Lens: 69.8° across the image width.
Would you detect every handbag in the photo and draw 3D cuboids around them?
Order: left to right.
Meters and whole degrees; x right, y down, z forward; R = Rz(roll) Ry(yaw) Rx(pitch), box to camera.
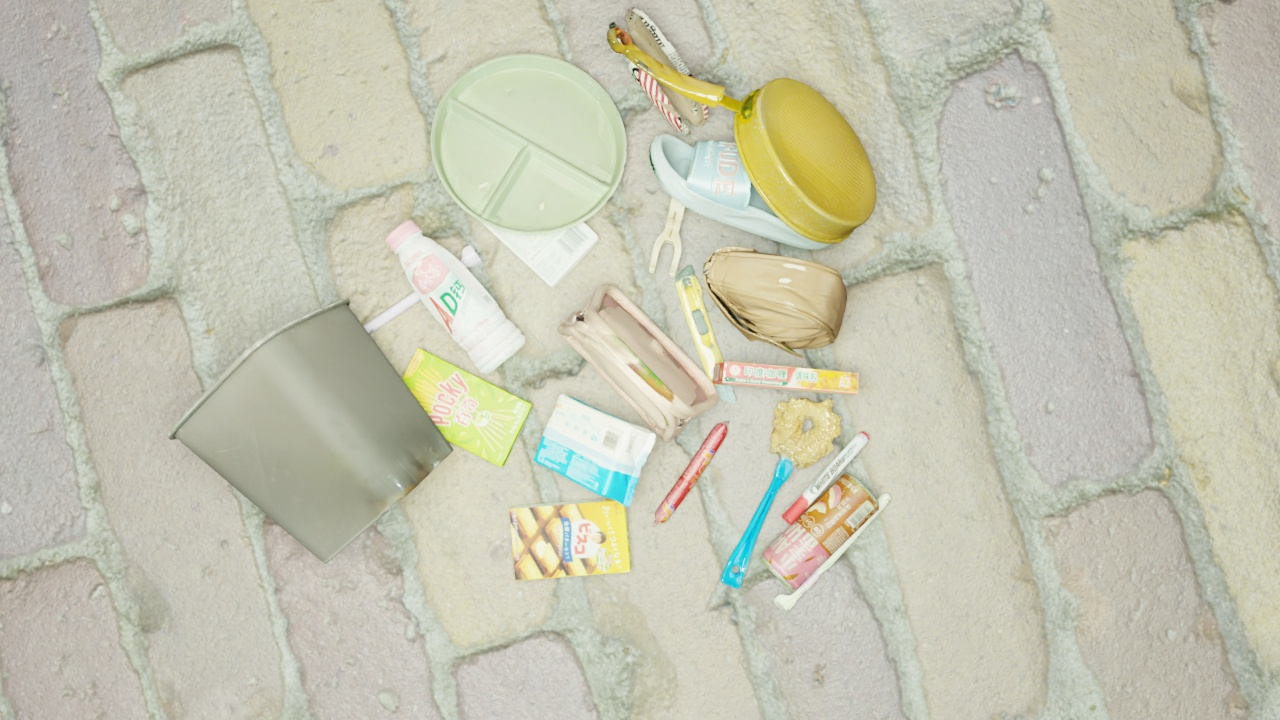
[{"bbox_3d":[-0.006,0.006,1.000,0.093,0.234,0.193,-45,90,3],"label":"handbag"},{"bbox_3d":[0.151,-0.062,1.019,0.148,0.204,0.099,16,87,17],"label":"handbag"}]

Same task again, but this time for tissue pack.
[{"bbox_3d":[-0.054,0.102,1.067,0.140,0.063,0.090,21,89,31],"label":"tissue pack"}]

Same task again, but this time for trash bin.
[{"bbox_3d":[-0.350,0.081,1.024,0.199,0.198,0.220,-40,96,21],"label":"trash bin"}]

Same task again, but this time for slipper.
[{"bbox_3d":[0.125,-0.204,1.064,0.245,0.103,0.074,22,130,-3],"label":"slipper"}]

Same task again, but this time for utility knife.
[{"bbox_3d":[0.079,-0.029,1.113,0.031,0.019,0.176,-19,93,4],"label":"utility knife"}]

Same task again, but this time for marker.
[{"bbox_3d":[0.220,0.138,1.086,0.017,0.017,0.145,46,76,2],"label":"marker"}]

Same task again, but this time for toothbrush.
[{"bbox_3d":[-0.276,-0.077,1.116,0.189,0.021,0.029,-34,120,1],"label":"toothbrush"},{"bbox_3d":[0.232,0.229,1.099,0.189,0.020,0.029,-46,119,-1],"label":"toothbrush"}]

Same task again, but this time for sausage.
[{"bbox_3d":[0.062,0.137,1.104,0.020,0.020,0.156,35,90,2],"label":"sausage"}]

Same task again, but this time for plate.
[{"bbox_3d":[-0.132,-0.255,1.091,0.230,0.027,0.230,2,79,-9],"label":"plate"}]

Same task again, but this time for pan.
[{"bbox_3d":[0.119,-0.265,1.020,0.357,0.078,0.197,37,47,-21],"label":"pan"}]

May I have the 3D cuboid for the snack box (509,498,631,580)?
[{"bbox_3d":[-0.084,0.213,1.099,0.140,0.034,0.087,-4,89,-1],"label":"snack box"}]

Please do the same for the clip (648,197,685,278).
[{"bbox_3d":[0.037,-0.150,1.090,0.034,0.076,0.103,15,100,1],"label":"clip"}]

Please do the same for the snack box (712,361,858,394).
[{"bbox_3d":[0.167,0.022,1.069,0.156,0.077,0.027,5,87,-4],"label":"snack box"}]

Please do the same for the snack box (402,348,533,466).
[{"bbox_3d":[-0.217,0.056,1.108,0.156,0.026,0.085,27,89,2],"label":"snack box"}]

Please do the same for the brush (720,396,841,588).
[{"bbox_3d":[0.160,0.155,1.096,0.083,0.046,0.254,25,93,-2],"label":"brush"}]

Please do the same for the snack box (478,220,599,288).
[{"bbox_3d":[-0.134,-0.170,1.110,0.157,0.027,0.084,43,89,2],"label":"snack box"}]

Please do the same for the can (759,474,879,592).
[{"bbox_3d":[0.210,0.202,1.078,0.147,0.058,0.058,-43,88,-2],"label":"can"}]

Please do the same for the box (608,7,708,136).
[{"bbox_3d":[0.030,-0.348,1.095,0.076,0.075,0.163,-37,87,6],"label":"box"}]

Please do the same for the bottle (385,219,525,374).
[{"bbox_3d":[-0.220,-0.077,1.077,0.068,0.068,0.197,-39,96,0],"label":"bottle"}]
